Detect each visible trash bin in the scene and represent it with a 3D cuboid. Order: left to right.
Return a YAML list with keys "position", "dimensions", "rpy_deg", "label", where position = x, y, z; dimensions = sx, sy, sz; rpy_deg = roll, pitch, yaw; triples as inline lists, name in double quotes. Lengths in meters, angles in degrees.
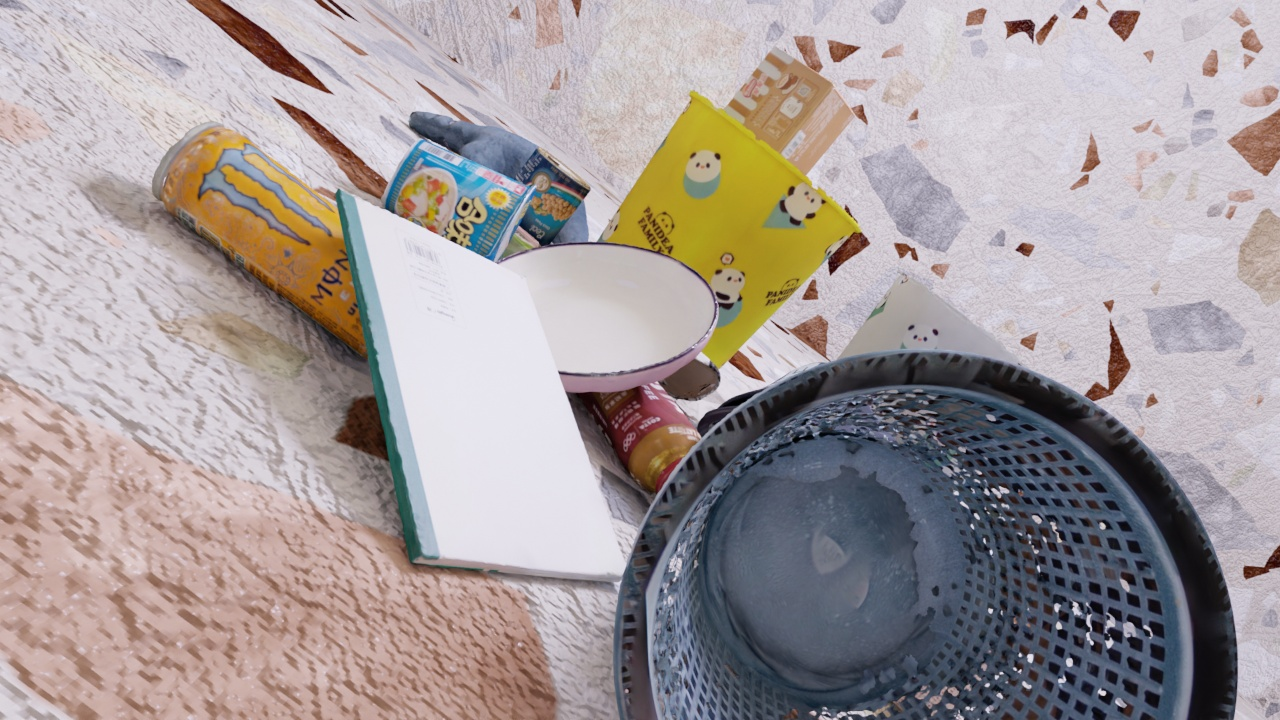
- position: [0.064, -0.113, 0.980]
  dimensions: [0.229, 0.255, 0.229]
  rpy_deg: [37, 11, -9]
  label: "trash bin"
- position: [0.105, 0.113, 0.426]
  dimensions: [0.226, 0.226, 0.195]
  rpy_deg: [39, -1, 3]
  label: "trash bin"
- position: [0.304, 0.062, 1.061]
  dimensions: [0.229, 0.252, 0.229]
  rpy_deg: [38, 12, -9]
  label: "trash bin"

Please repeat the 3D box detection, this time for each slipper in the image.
- position: [0.142, 0.048, 0.789]
  dimensions: [0.111, 0.083, 0.267]
  rpy_deg: [-5, -14, 37]
  label: "slipper"

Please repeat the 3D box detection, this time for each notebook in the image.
- position: [-0.083, 0.015, 0.482]
  dimensions: [0.150, 0.012, 0.209]
  rpy_deg: [24, 38, -52]
  label: "notebook"

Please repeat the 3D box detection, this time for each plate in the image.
- position: [-0.038, -0.030, 0.694]
  dimensions: [0.192, 0.039, 0.192]
  rpy_deg: [1, 35, -1]
  label: "plate"

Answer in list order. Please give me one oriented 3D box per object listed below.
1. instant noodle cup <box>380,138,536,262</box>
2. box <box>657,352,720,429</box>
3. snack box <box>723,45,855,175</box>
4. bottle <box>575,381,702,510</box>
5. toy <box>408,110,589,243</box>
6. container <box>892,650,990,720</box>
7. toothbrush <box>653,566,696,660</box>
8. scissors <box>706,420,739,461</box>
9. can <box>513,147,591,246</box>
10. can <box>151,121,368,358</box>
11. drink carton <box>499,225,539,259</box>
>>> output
- position: [-0.163, -0.139, 0.812]
  dimensions: [0.110, 0.099, 0.099]
  rpy_deg: [30, 13, -7]
  label: "instant noodle cup"
- position: [-0.008, 0.010, 0.814]
  dimensions: [0.163, 0.076, 0.086]
  rpy_deg: [34, 52, -23]
  label: "box"
- position: [0.162, -0.270, 1.007]
  dimensions: [0.094, 0.093, 0.077]
  rpy_deg: [46, 13, 30]
  label: "snack box"
- position: [0.000, 0.045, 0.676]
  dimensions: [0.057, 0.057, 0.175]
  rpy_deg: [29, 15, -40]
  label: "bottle"
- position: [-0.160, -0.233, 1.205]
  dimensions: [0.356, 0.092, 0.137]
  rpy_deg: [42, 40, 18]
  label: "toy"
- position: [0.189, 0.185, 0.653]
  dimensions: [0.111, 0.090, 0.090]
  rpy_deg: [44, 13, 14]
  label: "container"
- position: [0.030, 0.134, 0.529]
  dimensions: [0.016, 0.016, 0.180]
  rpy_deg: [46, 12, 9]
  label: "toothbrush"
- position: [0.052, 0.074, 0.677]
  dimensions: [0.163, 0.014, 0.164]
  rpy_deg: [89, -12, -47]
  label: "scissors"
- position: [-0.114, -0.169, 1.007]
  dimensions: [0.075, 0.111, 0.075]
  rpy_deg: [37, 12, -9]
  label: "can"
- position: [-0.191, -0.065, 0.509]
  dimensions: [0.146, 0.058, 0.058]
  rpy_deg: [38, 12, -5]
  label: "can"
- position: [-0.154, -0.131, 0.907]
  dimensions: [0.122, 0.045, 0.053]
  rpy_deg: [41, 11, 7]
  label: "drink carton"
